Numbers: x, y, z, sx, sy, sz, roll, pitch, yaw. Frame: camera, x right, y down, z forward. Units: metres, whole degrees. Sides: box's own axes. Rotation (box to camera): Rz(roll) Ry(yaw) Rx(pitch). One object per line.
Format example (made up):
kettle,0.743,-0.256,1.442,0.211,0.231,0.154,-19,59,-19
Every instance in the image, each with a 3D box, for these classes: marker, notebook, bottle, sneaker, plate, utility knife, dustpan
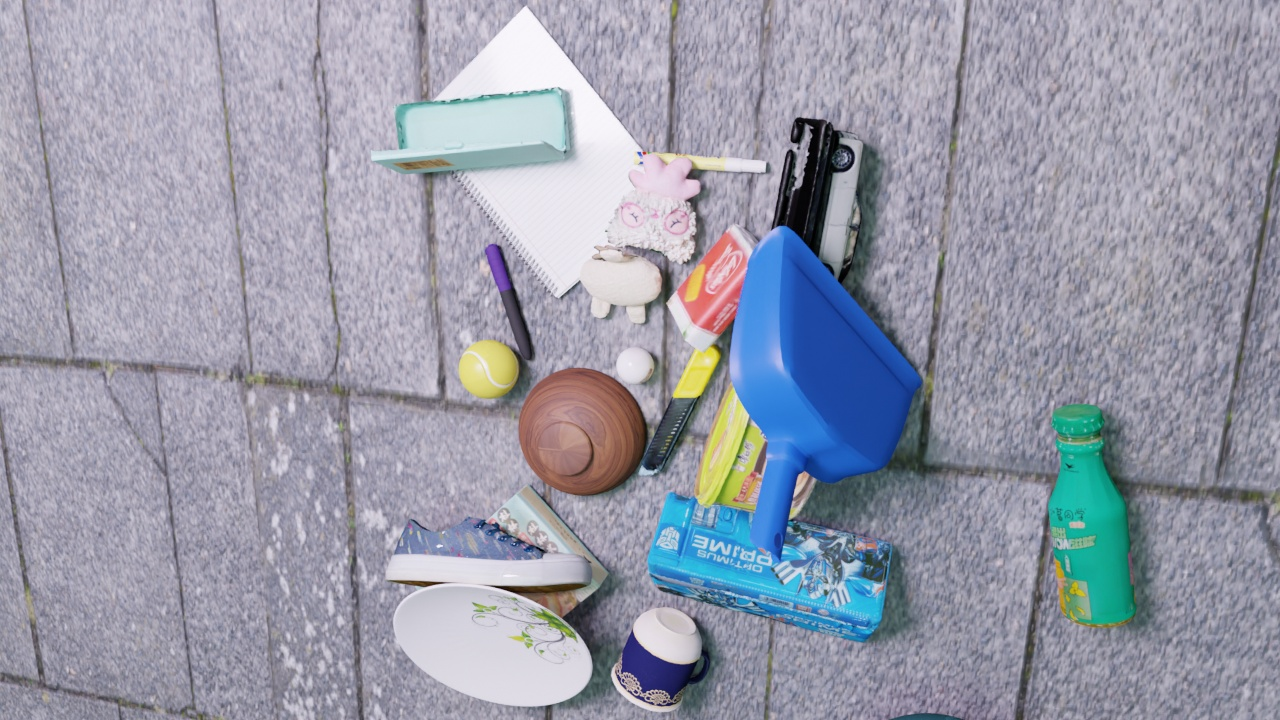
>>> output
marker,0.059,-0.198,0.918,0.132,0.014,0.014,6,105,10
notebook,-0.105,-0.212,0.965,0.178,0.013,0.245,-39,91,19
marker,-0.145,-0.064,1.012,0.018,0.015,0.134,-8,103,46
bottle,0.428,0.147,0.878,0.068,0.068,0.210,-8,102,17
sneaker,-0.168,0.212,1.011,0.236,0.087,0.079,-1,69,13
plate,-0.164,0.314,1.036,0.229,0.030,0.230,7,130,8
utility knife,0.040,0.057,0.989,0.029,0.020,0.173,29,108,8
dustpan,0.152,0.056,0.807,0.060,0.256,0.245,-20,129,41

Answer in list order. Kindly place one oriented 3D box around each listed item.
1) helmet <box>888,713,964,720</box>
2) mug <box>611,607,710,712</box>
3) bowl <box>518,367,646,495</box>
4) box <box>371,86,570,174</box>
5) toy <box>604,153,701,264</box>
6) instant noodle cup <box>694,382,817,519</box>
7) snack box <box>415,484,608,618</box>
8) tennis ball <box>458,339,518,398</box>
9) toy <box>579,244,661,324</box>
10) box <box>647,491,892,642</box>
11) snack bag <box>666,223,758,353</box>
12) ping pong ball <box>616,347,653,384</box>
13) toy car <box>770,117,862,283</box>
helmet,0.337,0.467,0.914,0.275,0.199,0.177,25,125,25
mug,0.035,0.331,1.033,0.111,0.085,0.089,14,108,-25
bowl,-0.073,0.087,1.001,0.147,0.068,0.147,4,105,14
box,-0.173,-0.230,0.922,0.188,0.092,0.077,-1,103,13
toy,0.017,-0.154,0.921,0.095,0.041,0.109,12,113,-2
instant noodle cup,0.122,0.089,0.913,0.098,0.146,0.146,20,108,-1
snack box,-0.153,0.258,1.079,0.194,0.044,0.141,-43,89,21
tennis ball,-0.167,0.010,1.009,0.065,0.065,0.065,4,105,14
toy,-0.021,-0.085,0.950,0.087,0.050,0.112,7,131,15
box,0.137,0.232,0.997,0.243,0.093,0.115,12,147,13
snack bag,0.079,-0.073,0.915,0.036,0.077,0.116,27,114,-31
ping pong ball,-0.006,0.006,0.977,0.040,0.040,0.040,4,105,14
toy car,0.171,-0.131,0.881,0.071,0.094,0.192,5,105,-12
